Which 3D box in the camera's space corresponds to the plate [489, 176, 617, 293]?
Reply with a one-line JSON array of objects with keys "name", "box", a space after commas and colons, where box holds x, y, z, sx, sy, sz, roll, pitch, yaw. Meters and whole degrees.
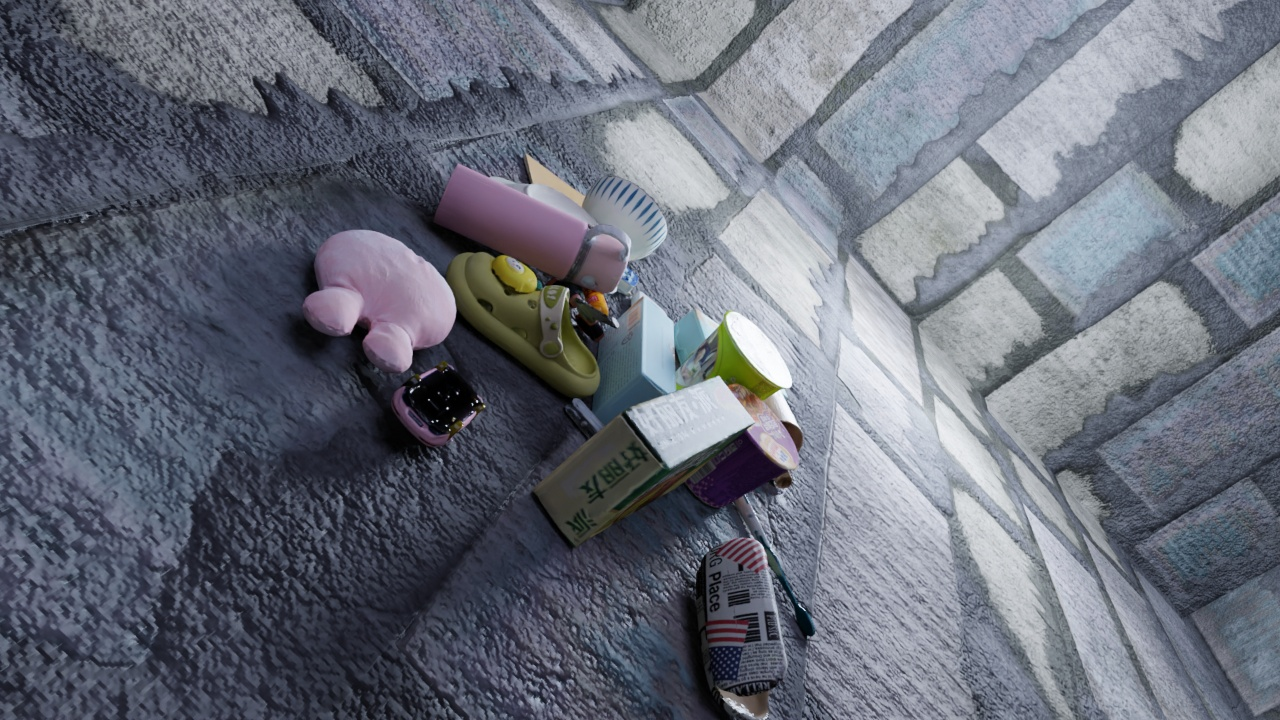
[{"name": "plate", "box": [-0.095, -0.156, 1.059, 0.164, 0.034, 0.163, 22, 30, -35]}]

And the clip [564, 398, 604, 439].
[{"name": "clip", "box": [-0.050, 0.062, 0.881, 0.058, 0.038, 0.026, 50, 24, 0]}]

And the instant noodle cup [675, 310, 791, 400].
[{"name": "instant noodle cup", "box": [0.092, 0.023, 1.065, 0.111, 0.124, 0.111, 38, 26, -23]}]

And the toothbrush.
[{"name": "toothbrush", "box": [0.141, 0.210, 0.990, 0.018, 0.016, 0.191, 33, 25, -55]}]

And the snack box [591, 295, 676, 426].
[{"name": "snack box", "box": [-0.006, 0.006, 0.976, 0.051, 0.074, 0.174, 39, 24, -20]}]

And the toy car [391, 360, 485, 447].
[{"name": "toy car", "box": [-0.156, 0.035, 0.705, 0.056, 0.037, 0.122, 50, 9, -4]}]

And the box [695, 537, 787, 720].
[{"name": "box", "box": [0.088, 0.219, 0.784, 0.076, 0.087, 0.162, 24, 32, -16]}]

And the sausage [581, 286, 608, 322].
[{"name": "sausage", "box": [-0.056, -0.080, 1.065, 0.021, 0.021, 0.165, 38, 13, -23]}]

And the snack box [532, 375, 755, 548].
[{"name": "snack box", "box": [0.012, 0.083, 0.829, 0.063, 0.115, 0.239, 52, 22, 11]}]

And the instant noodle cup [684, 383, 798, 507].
[{"name": "instant noodle cup", "box": [0.097, 0.098, 0.983, 0.111, 0.099, 0.111, 38, 25, -22]}]

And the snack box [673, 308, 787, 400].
[{"name": "snack box", "box": [0.120, 0.006, 1.239, 0.174, 0.052, 0.074, 31, 29, -34]}]

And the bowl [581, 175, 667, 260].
[{"name": "bowl", "box": [-0.031, -0.172, 1.181, 0.116, 0.117, 0.066, 43, 65, -12]}]

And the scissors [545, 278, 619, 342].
[{"name": "scissors", "box": [-0.048, -0.040, 0.931, 0.208, 0.015, 0.185, 44, -9, 37]}]

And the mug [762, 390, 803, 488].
[{"name": "mug", "box": [0.153, 0.085, 1.150, 0.103, 0.084, 0.125, -105, 171, -50]}]

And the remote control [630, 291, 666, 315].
[{"name": "remote control", "box": [0.011, -0.041, 1.156, 0.056, 0.020, 0.135, 39, 24, -19]}]

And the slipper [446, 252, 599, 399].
[{"name": "slipper", "box": [-0.098, -0.045, 0.886, 0.190, 0.082, 0.091, 43, 20, -19]}]

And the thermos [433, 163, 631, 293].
[{"name": "thermos", "box": [-0.106, -0.136, 0.940, 0.198, 0.087, 0.067, 24, 56, -10]}]

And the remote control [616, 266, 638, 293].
[{"name": "remote control", "box": [-0.057, -0.131, 1.149, 0.125, 0.024, 0.049, 41, 22, -7]}]

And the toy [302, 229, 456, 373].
[{"name": "toy", "box": [-0.206, -0.047, 0.720, 0.121, 0.054, 0.159, 35, 24, -13]}]

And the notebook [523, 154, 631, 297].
[{"name": "notebook", "box": [-0.086, -0.183, 1.227, 0.147, 0.008, 0.207, 30, 28, -37]}]
